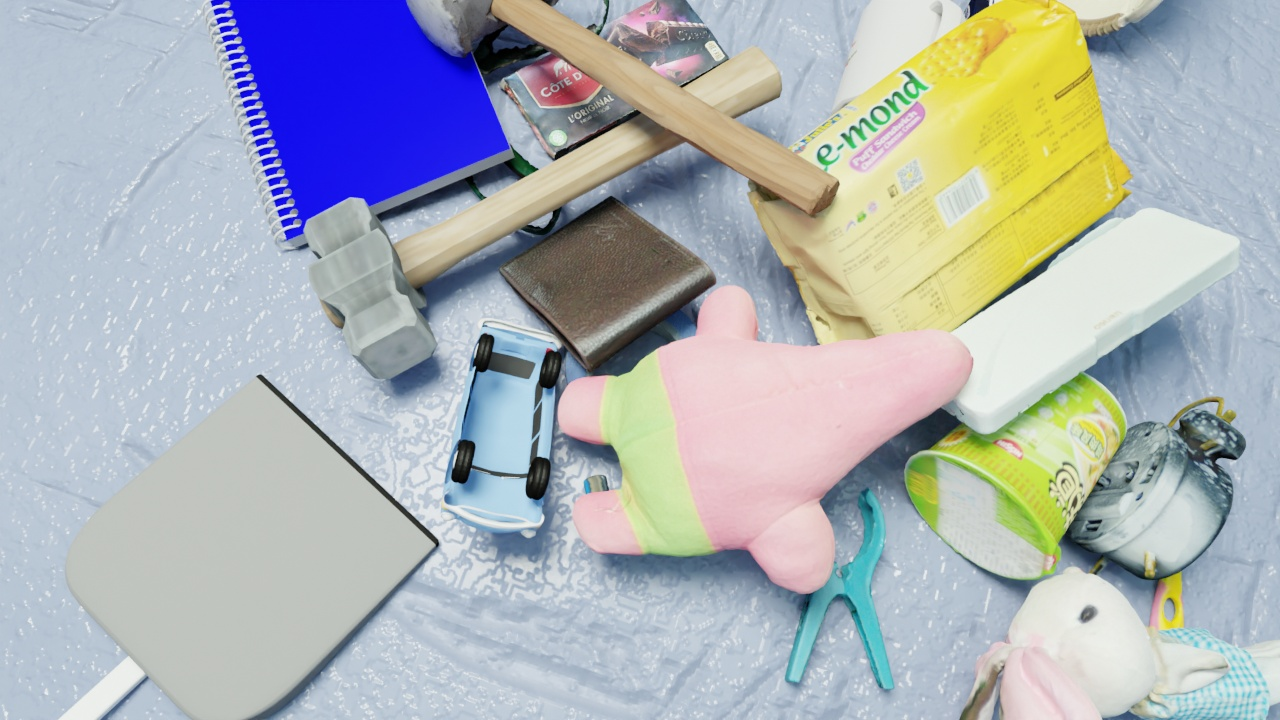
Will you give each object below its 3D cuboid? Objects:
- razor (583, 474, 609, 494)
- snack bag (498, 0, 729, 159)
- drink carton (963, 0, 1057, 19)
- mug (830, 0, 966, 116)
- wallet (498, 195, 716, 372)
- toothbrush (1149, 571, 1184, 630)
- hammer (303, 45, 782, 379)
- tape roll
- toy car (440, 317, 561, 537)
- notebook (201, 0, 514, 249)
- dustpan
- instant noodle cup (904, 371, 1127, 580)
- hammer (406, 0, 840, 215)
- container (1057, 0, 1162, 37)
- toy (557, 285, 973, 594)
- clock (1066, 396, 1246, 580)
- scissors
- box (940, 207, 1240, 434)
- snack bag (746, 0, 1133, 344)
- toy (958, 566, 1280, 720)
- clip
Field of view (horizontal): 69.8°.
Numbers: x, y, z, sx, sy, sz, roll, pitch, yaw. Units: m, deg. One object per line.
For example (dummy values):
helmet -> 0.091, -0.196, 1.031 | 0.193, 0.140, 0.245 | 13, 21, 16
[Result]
razor -> 0.038, 0.085, 0.578 | 0.144, 0.022, 0.042 | -7, 60, -9
snack bag -> -0.017, -0.210, 0.669 | 0.155, 0.018, 0.074 | -31, 76, -9
drink carton -> 0.264, -0.201, 0.664 | 0.064, 0.040, 0.130 | 9, 72, 0
mug -> 0.184, -0.202, 0.628 | 0.073, 0.105, 0.089 | 22, 73, -8
wallet -> -0.025, -0.055, 0.590 | 0.099, 0.031, 0.120 | -34, 46, -12
toothbrush -> 0.330, 0.146, 0.570 | 0.021, 0.016, 0.135 | 12, 77, -1
hammer -> -0.057, -0.111, 0.587 | 0.322, 0.051, 0.117 | -29, 58, -3
tape roll -> -0.004, 0.004, 0.602 | 0.093, 0.016, 0.091 | -13, 74, -6
toy car -> -0.081, 0.040, 0.545 | 0.056, 0.055, 0.153 | 14, 44, -13
notebook -> -0.204, -0.200, 0.645 | 0.171, 0.022, 0.209 | -23, 75, -1
dustpan -> -0.270, 0.150, 0.543 | 0.163, 0.033, 0.257 | 40, 67, 10
instant noodle cup -> 0.233, 0.061, 0.558 | 0.107, 0.099, 0.099 | -41, 78, -21
hammer -> -0.017, -0.177, 0.559 | 0.097, 0.052, 0.328 | -39, 62, -21
container -> 0.303, -0.366, 0.650 | 0.246, 0.185, 0.142 | 42, 65, 9
toy -> 0.069, 0.035, 0.521 | 0.237, 0.097, 0.191 | -19, 65, 16
clock -> 0.311, 0.073, 0.554 | 0.052, 0.090, 0.129 | 32, 78, 3
scissors -> -0.090, -0.196, 0.648 | 0.201, 0.015, 0.204 | 44, 88, 14
box -> 0.248, -0.018, 0.560 | 0.197, 0.126, 0.075 | -31, 76, -11
snack bag -> 0.194, -0.105, 0.567 | 0.247, 0.068, 0.159 | -37, 117, -6
toy -> 0.273, 0.165, 0.508 | 0.205, 0.131, 0.105 | -5, 73, -8
clip -> 0.106, 0.136, 0.562 | 0.113, 0.028, 0.126 | 13, 73, 0
